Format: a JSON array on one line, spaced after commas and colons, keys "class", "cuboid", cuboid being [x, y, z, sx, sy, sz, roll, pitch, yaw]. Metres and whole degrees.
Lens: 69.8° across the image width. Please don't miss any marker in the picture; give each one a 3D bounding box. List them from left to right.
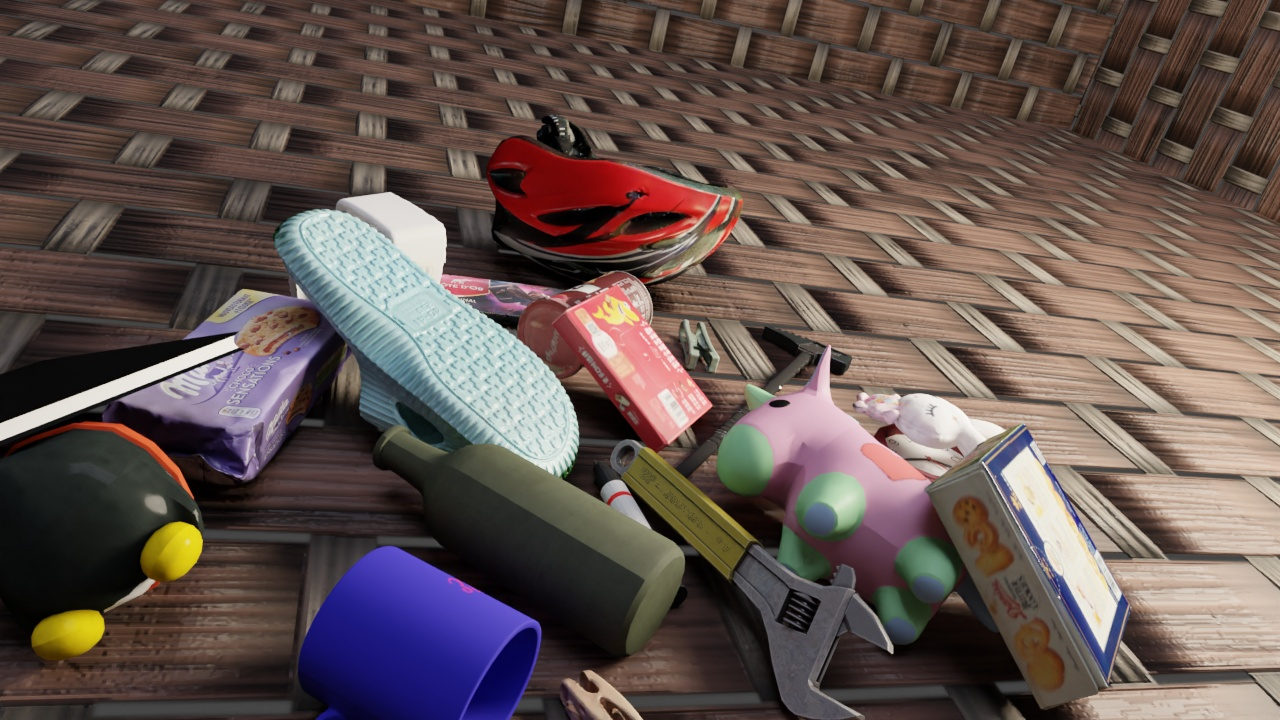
[{"class": "marker", "cuboid": [-0.006, 0.110, 0.621, 0.019, 0.019, 0.145, 0, 30, -25]}]

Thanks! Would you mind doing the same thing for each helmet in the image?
[{"class": "helmet", "cuboid": [-0.030, -0.164, 0.973, 0.272, 0.167, 0.217, 11, 12, 9]}]

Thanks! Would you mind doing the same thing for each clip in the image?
[{"class": "clip", "cuboid": [-0.017, 0.183, 0.471, 0.062, 0.025, 0.047, 16, 22, 20]}, {"class": "clip", "cuboid": [0.054, -0.015, 0.892, 0.047, 0.023, 0.076, 9, 29, -12]}]

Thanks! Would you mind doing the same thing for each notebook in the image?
[{"class": "notebook", "cuboid": [-0.357, 0.021, 0.528, 0.207, 0.016, 0.148, -5, 16, 29]}]

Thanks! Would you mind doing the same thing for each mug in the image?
[{"class": "mug", "cuboid": [-0.111, 0.154, 0.433, 0.083, 0.079, 0.111, 23, 56, 17]}]

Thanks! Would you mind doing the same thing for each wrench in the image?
[{"class": "wrench", "cuboid": [0.054, 0.123, 0.589, 0.018, 0.083, 0.273, 38, -2, -41]}]

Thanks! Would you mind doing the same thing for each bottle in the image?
[{"class": "bottle", "cuboid": [-0.076, 0.097, 0.555, 0.207, 0.072, 0.071, 26, 29, 22]}]

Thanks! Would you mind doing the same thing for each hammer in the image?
[{"class": "hammer", "cuboid": [0.099, 0.034, 0.825, 0.095, 0.015, 0.323, 25, 29, 20]}]

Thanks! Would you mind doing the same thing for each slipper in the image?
[{"class": "slipper", "cuboid": [-0.158, -0.004, 0.663, 0.276, 0.070, 0.115, 41, 37, 6]}]

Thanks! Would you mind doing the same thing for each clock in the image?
[{"class": "clock", "cuboid": [0.234, 0.097, 0.728, 0.138, 0.048, 0.096, 29, 30, 30]}]

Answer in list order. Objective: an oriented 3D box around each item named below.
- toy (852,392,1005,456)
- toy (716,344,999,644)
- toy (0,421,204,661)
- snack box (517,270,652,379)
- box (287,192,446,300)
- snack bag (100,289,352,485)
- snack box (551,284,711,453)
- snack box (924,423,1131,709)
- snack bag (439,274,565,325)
[{"class": "toy", "cuboid": [0.230, 0.050, 0.720, 0.125, 0.037, 0.075, 25, 24, 15]}, {"class": "toy", "cuboid": [0.152, 0.096, 0.636, 0.222, 0.120, 0.170, 28, 32, 12]}, {"class": "toy", "cuboid": [-0.281, 0.079, 0.474, 0.097, 0.100, 0.119, -39, 15, -7]}, {"class": "snack box", "cuboid": [-0.047, -0.035, 0.826, 0.072, 0.072, 0.121, 25, 28, 21]}, {"class": "box", "cuboid": [-0.247, -0.076, 0.771, 0.103, 0.110, 0.130, 32, 31, 32]}, {"class": "snack bag", "cuboid": [-0.272, 0.018, 0.634, 0.096, 0.058, 0.205, 11, 29, 1]}, {"class": "snack box", "cuboid": [-0.004, 0.004, 0.751, 0.133, 0.021, 0.089, 52, 34, 3]}, {"class": "snack box", "cuboid": [0.252, 0.122, 0.587, 0.144, 0.043, 0.144, -11, 71, -56]}, {"class": "snack bag", "cuboid": [-0.142, -0.056, 0.884, 0.155, 0.018, 0.074, 6, 28, -12]}]
